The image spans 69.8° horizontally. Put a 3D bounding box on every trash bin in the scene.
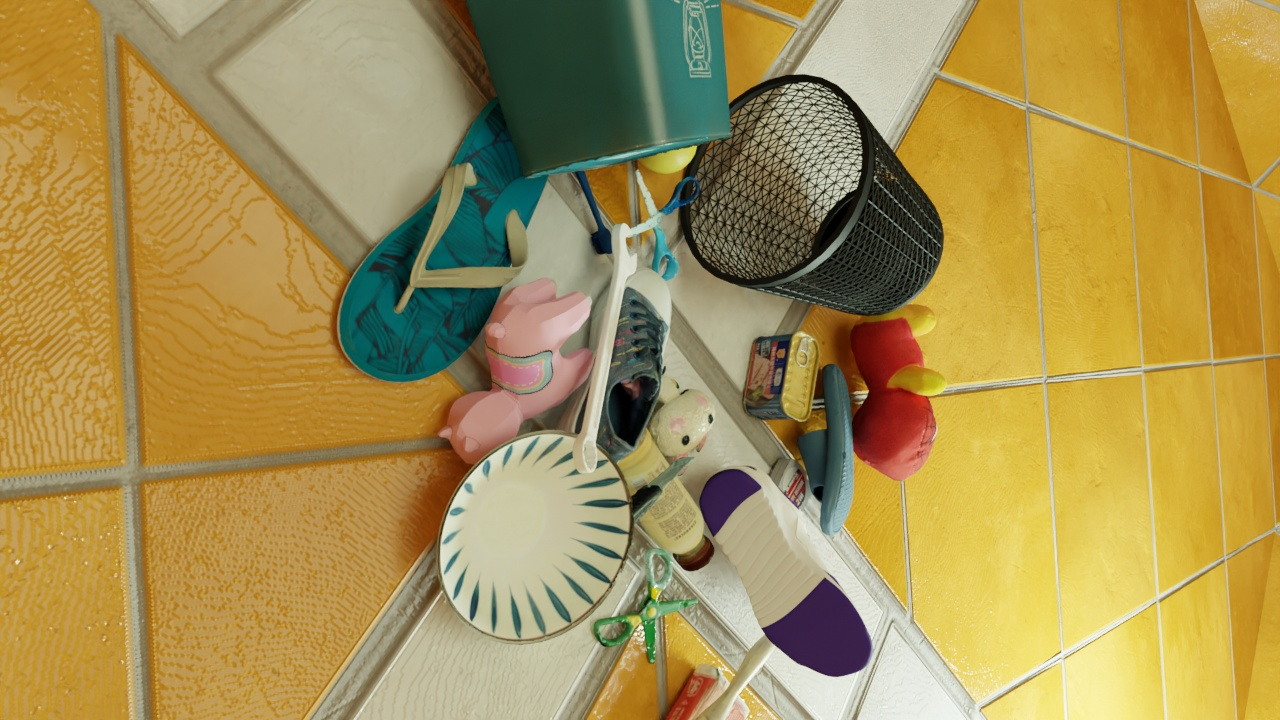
[{"bbox_3d":[-0.031,-0.280,0.774,0.196,0.200,0.219,-26,108,-55],"label":"trash bin"},{"bbox_3d":[0.203,-0.155,0.997,0.243,0.217,0.216,17,75,-48],"label":"trash bin"}]

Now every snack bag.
[{"bbox_3d":[0.059,0.378,0.931,0.115,0.036,0.077,-51,119,-32],"label":"snack bag"}]

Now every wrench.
[{"bbox_3d":[-0.029,-0.019,0.800,0.047,0.009,0.272,63,27,-45],"label":"wrench"}]

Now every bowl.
[{"bbox_3d":[-0.098,0.139,0.768,0.177,0.071,0.177,-6,100,-33],"label":"bowl"}]

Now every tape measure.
[{"bbox_3d":[0.171,0.149,1.062,0.060,0.020,0.062,-49,120,-40],"label":"tape measure"}]

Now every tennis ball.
[{"bbox_3d":[0.024,-0.220,0.920,0.065,0.065,0.065,4,85,-43],"label":"tennis ball"}]

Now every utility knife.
[{"bbox_3d":[-0.026,0.154,0.828,0.202,0.029,0.020,-43,121,-12],"label":"utility knife"}]

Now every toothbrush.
[{"bbox_3d":[-0.065,-0.189,0.869,0.016,0.017,0.190,-36,110,-47],"label":"toothbrush"}]

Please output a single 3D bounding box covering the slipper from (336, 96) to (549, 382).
[{"bbox_3d":[-0.139,-0.105,0.766,0.118,0.060,0.294,44,59,-36],"label":"slipper"}]

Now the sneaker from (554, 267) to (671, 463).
[{"bbox_3d":[-0.005,0.005,0.851,0.087,0.079,0.234,41,50,-29],"label":"sneaker"}]

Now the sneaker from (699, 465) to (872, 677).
[{"bbox_3d":[0.153,0.212,0.963,0.244,0.092,0.111,56,15,2],"label":"sneaker"}]

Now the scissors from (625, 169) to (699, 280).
[{"bbox_3d":[0.021,-0.144,0.926,0.133,0.014,0.127,-48,132,-22],"label":"scissors"}]

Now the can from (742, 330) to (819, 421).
[{"bbox_3d":[0.159,0.018,1.033,0.054,0.059,0.099,25,71,-39],"label":"can"}]

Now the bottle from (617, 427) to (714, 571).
[{"bbox_3d":[0.019,0.137,0.897,0.056,0.057,0.162,-49,119,-33],"label":"bottle"}]

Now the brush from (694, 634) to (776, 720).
[{"bbox_3d":[0.126,0.300,0.960,0.077,0.062,0.271,58,41,-8],"label":"brush"}]

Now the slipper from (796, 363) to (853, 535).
[{"bbox_3d":[0.220,0.105,1.083,0.104,0.059,0.213,55,36,-53],"label":"slipper"}]

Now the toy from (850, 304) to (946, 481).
[{"bbox_3d":[0.309,0.041,1.132,0.099,0.147,0.216,2,86,-4],"label":"toy"}]

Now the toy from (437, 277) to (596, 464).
[{"bbox_3d":[-0.105,0.010,0.770,0.157,0.067,0.123,-43,144,-35],"label":"toy"}]

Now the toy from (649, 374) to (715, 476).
[{"bbox_3d":[0.040,0.060,0.931,0.087,0.050,0.112,-34,115,-39],"label":"toy"}]

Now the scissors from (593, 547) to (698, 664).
[{"bbox_3d":[0.008,0.240,0.896,0.125,0.011,0.131,-1,103,-36],"label":"scissors"}]
